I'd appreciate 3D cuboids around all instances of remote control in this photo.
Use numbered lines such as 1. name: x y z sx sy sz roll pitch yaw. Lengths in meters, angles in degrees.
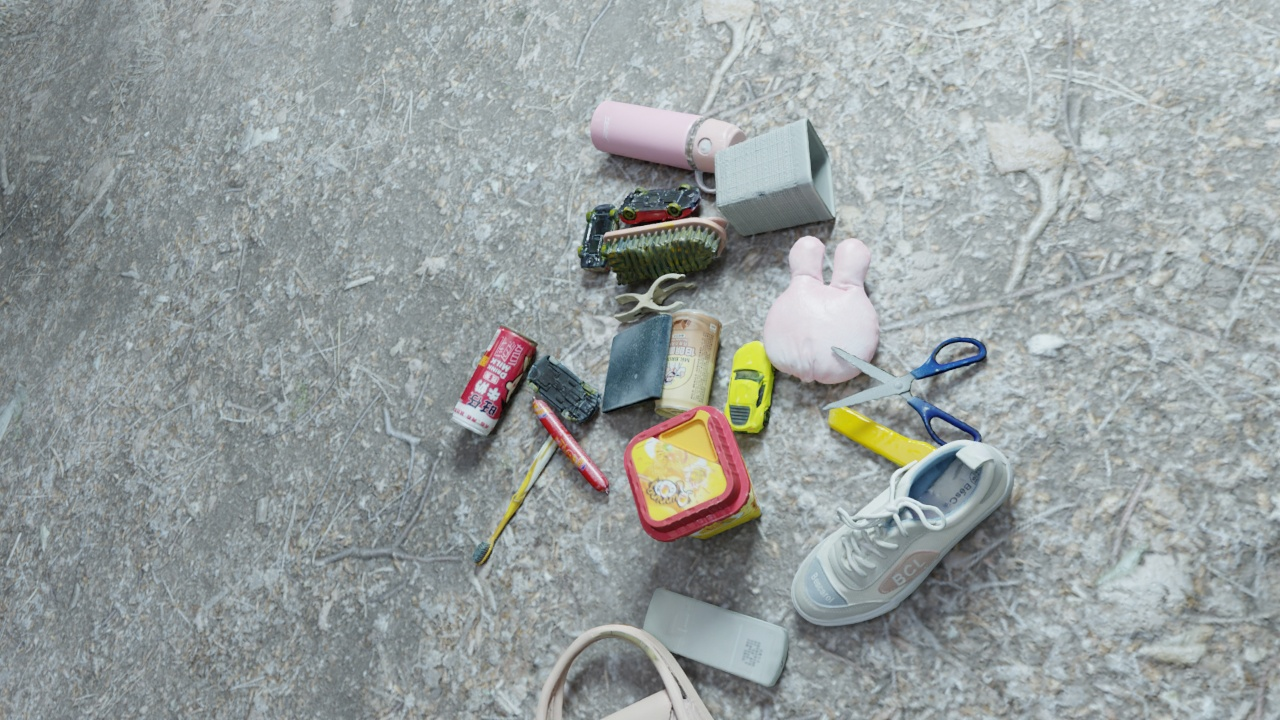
1. remote control: 0.074 0.275 0.918 0.150 0.021 0.058 11 77 30

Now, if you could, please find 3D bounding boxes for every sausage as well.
1. sausage: -0.083 0.098 1.059 0.020 0.020 0.156 -44 64 4

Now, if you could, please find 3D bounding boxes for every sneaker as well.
1. sneaker: 0.230 0.161 0.837 0.242 0.090 0.089 -44 58 15

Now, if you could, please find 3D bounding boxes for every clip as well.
1. clip: 0.019 -0.082 1.083 0.105 0.034 0.084 9 78 37

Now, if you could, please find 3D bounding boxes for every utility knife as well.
1. utility knife: 0.251 0.083 0.910 0.154 0.015 0.033 31 85 33

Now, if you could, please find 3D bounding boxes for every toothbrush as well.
1. toothbrush: -0.143 0.156 1.075 0.016 0.018 0.191 29 85 30

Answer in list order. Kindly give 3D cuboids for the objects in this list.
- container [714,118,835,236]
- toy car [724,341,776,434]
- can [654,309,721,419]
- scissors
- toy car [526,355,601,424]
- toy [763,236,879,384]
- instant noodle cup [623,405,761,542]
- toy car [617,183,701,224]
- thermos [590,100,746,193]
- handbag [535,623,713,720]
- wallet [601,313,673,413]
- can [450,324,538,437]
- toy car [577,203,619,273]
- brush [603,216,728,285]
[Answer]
1. container: 0.149 -0.200 1.033 0.114 0.090 0.090 -11 65 26
2. toy car: 0.117 0.027 0.990 0.048 0.032 0.105 3 70 28
3. can: 0.053 0.006 1.014 0.059 0.058 0.116 3 71 27
4. scissors: 0.269 0.027 0.904 0.175 0.012 0.162 -34 71 -5
5. toy car: -0.091 0.035 1.090 0.105 0.031 0.049 37 86 32
6. toy: 0.194 -0.053 0.969 0.121 0.054 0.159 8 80 22
7. instant noodle cup: 0.060 0.124 0.924 0.116 0.123 0.116 -26 61 14
8. toy car: 0.025 -0.188 1.117 0.106 0.031 0.049 -1 45 29
9. thermos: 0.033 -0.265 1.135 0.199 0.067 0.087 20 111 30
10. handbag: -0.018 0.370 0.890 0.193 0.093 0.234 -30 57 14
11. wallet: -0.006 0.006 1.035 0.121 0.019 0.097 -20 55 56
12. can: -0.179 0.025 1.124 0.053 0.053 0.132 23 81 31
13. toy car: -0.049 -0.153 1.142 0.042 0.035 0.090 2 71 25
14. brush: 0.032 -0.137 1.084 0.146 0.063 0.072 -9 37 22
